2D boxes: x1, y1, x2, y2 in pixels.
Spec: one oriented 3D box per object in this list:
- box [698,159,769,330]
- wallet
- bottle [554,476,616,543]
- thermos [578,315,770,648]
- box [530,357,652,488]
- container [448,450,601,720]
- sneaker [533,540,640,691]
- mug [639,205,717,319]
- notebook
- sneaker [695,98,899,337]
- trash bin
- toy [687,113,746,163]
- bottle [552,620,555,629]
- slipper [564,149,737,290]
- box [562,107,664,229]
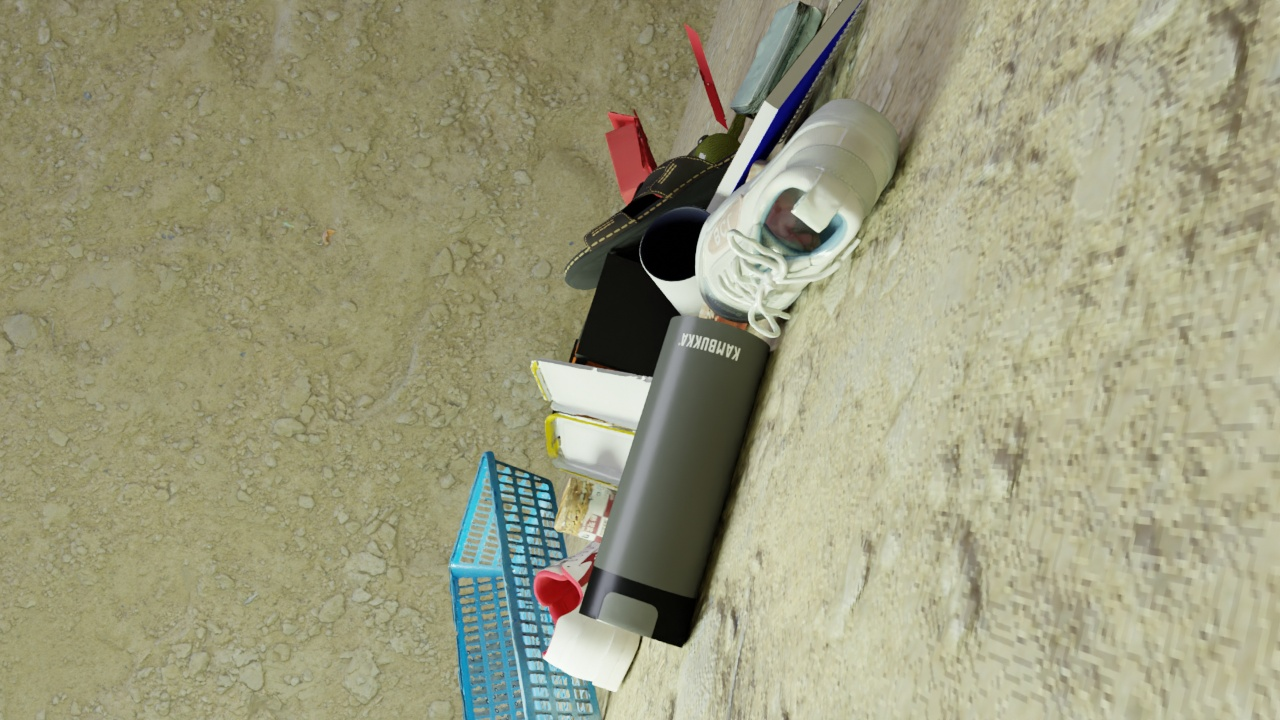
[{"bbox_3d":[0.099,-0.088,0.834,0.042,0.082,0.187,24,95,40],"label":"box"},{"bbox_3d":[0.156,-0.337,1.041,0.100,0.054,0.132,-123,53,-72],"label":"wallet"},{"bbox_3d":[-0.029,0.158,0.920,0.056,0.105,0.056,-164,92,-85],"label":"bottle"},{"bbox_3d":[0.027,0.092,0.706,0.082,0.082,0.240,137,152,-79],"label":"thermos"},{"bbox_3d":[-0.034,0.065,0.906,0.210,0.036,0.130,10,117,48],"label":"box"},{"bbox_3d":[-0.139,0.315,1.043,0.361,0.089,0.258,-108,30,-42],"label":"container"},{"bbox_3d":[-0.053,0.225,0.943,0.236,0.104,0.090,-80,10,-61],"label":"sneaker"},{"bbox_3d":[0.066,-0.099,0.872,0.112,0.078,0.097,-37,-31,5],"label":"mug"},{"bbox_3d":[0.125,-0.224,0.858,0.171,0.022,0.210,-54,-3,-26],"label":"notebook"},{"bbox_3d":[0.084,-0.073,0.629,0.090,0.089,0.243,-57,2,-27],"label":"sneaker"},{"bbox_3d":[-0.006,0.006,1.024,0.172,0.139,0.139,116,171,-54],"label":"trash bin"},{"bbox_3d":[0.091,-0.249,1.245,0.153,0.078,0.179,126,164,-70],"label":"toy"},{"bbox_3d":[-0.075,0.309,1.107,0.131,0.061,0.061,127,158,-74],"label":"bottle"},{"bbox_3d":[0.019,-0.174,1.051,0.267,0.075,0.113,-34,-18,-5],"label":"slipper"},{"bbox_3d":[0.012,-0.240,1.369,0.164,0.153,0.215,-56,-32,-18],"label":"box"}]
